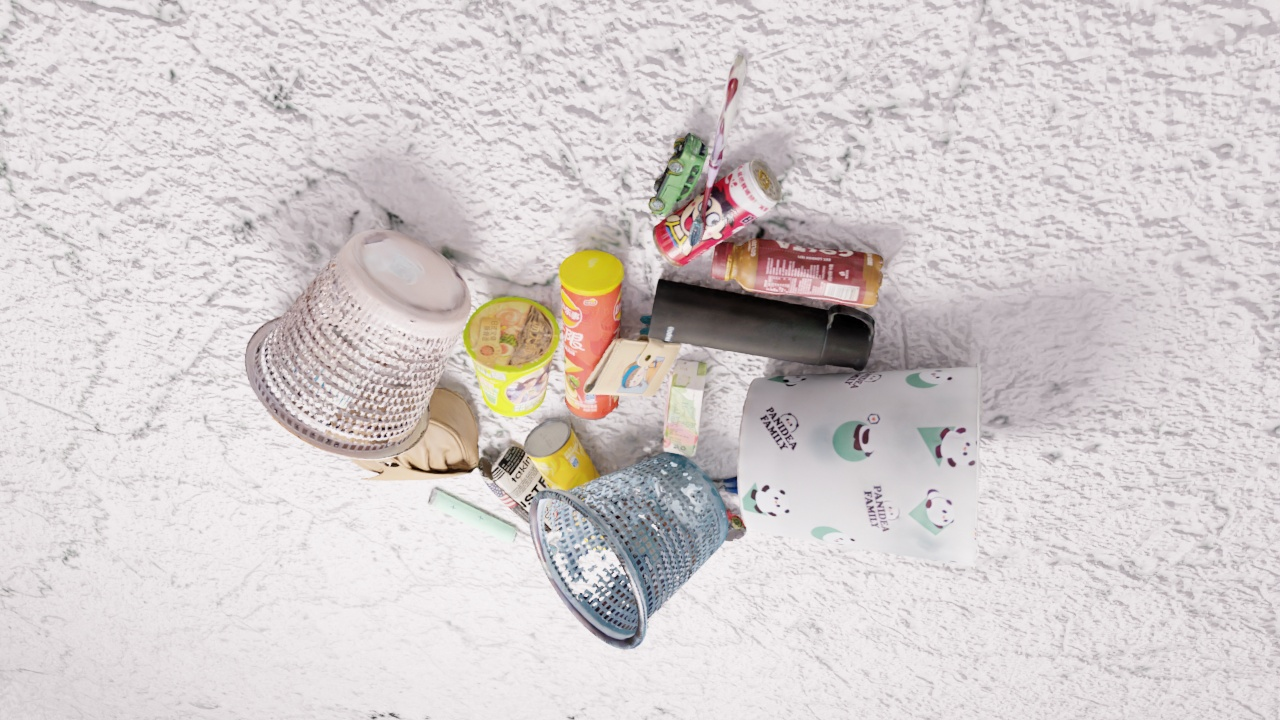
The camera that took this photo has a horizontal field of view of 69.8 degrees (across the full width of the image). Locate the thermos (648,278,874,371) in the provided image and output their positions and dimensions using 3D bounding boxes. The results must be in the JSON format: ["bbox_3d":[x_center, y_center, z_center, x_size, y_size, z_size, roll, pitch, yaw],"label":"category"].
[{"bbox_3d":[0.134,-0.046,1.015,0.242,0.068,0.090,9,142,2],"label":"thermos"}]

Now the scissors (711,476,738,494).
[{"bbox_3d":[0.112,0.182,1.286,0.175,0.012,0.108,-20,127,30],"label":"scissors"}]

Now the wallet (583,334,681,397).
[{"bbox_3d":[-0.006,0.006,1.079,0.115,0.024,0.087,6,126,-49],"label":"wallet"}]

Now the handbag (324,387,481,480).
[{"bbox_3d":[-0.321,0.109,1.247,0.205,0.099,0.148,-6,136,23],"label":"handbag"}]

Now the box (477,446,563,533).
[{"bbox_3d":[-0.172,0.190,1.332,0.088,0.076,0.162,2,143,45],"label":"box"}]

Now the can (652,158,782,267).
[{"bbox_3d":[0.077,-0.149,0.934,0.133,0.053,0.053,-30,122,35],"label":"can"}]

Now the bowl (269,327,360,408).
[{"bbox_3d":[-0.402,0.001,1.166,0.116,0.116,0.066,42,84,-26],"label":"bowl"}]

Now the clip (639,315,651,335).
[{"bbox_3d":[0.026,-0.043,1.075,0.056,0.039,0.014,-6,134,6],"label":"clip"}]

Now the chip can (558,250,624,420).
[{"bbox_3d":[-0.058,-0.025,1.076,0.073,0.073,0.217,8,136,4],"label":"chip can"}]

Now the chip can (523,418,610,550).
[{"bbox_3d":[-0.086,0.175,1.282,0.072,0.071,0.213,-10,130,21],"label":"chip can"}]

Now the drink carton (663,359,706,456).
[{"bbox_3d":[0.054,0.059,1.146,0.045,0.053,0.123,8,135,5],"label":"drink carton"}]

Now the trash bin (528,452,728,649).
[{"bbox_3d":[-0.002,0.226,1.196,0.227,0.194,0.227,32,136,37],"label":"trash bin"}]

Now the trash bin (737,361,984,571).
[{"bbox_3d":[0.253,0.112,1.048,0.252,0.228,0.230,2,135,19],"label":"trash bin"}]

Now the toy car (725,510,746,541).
[{"bbox_3d":[0.104,0.226,1.316,0.106,0.031,0.049,30,134,-16],"label":"toy car"}]

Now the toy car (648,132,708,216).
[{"bbox_3d":[0.036,-0.183,0.917,0.036,0.043,0.091,24,135,-12],"label":"toy car"}]

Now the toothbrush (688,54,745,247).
[{"bbox_3d":[0.071,-0.196,0.876,0.016,0.017,0.188,21,118,16],"label":"toothbrush"}]

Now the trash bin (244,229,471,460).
[{"bbox_3d":[-0.301,-0.032,1.041,0.227,0.227,0.193,31,120,-18],"label":"trash bin"}]

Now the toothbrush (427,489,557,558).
[{"bbox_3d":[-0.227,0.259,1.426,0.224,0.027,0.027,30,146,-16],"label":"toothbrush"}]

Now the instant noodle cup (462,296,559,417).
[{"bbox_3d":[-0.155,0.005,1.108,0.112,0.111,0.124,11,143,2],"label":"instant noodle cup"}]

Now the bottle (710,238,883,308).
[{"bbox_3d":[0.163,-0.095,0.966,0.175,0.057,0.058,8,135,4],"label":"bottle"}]
